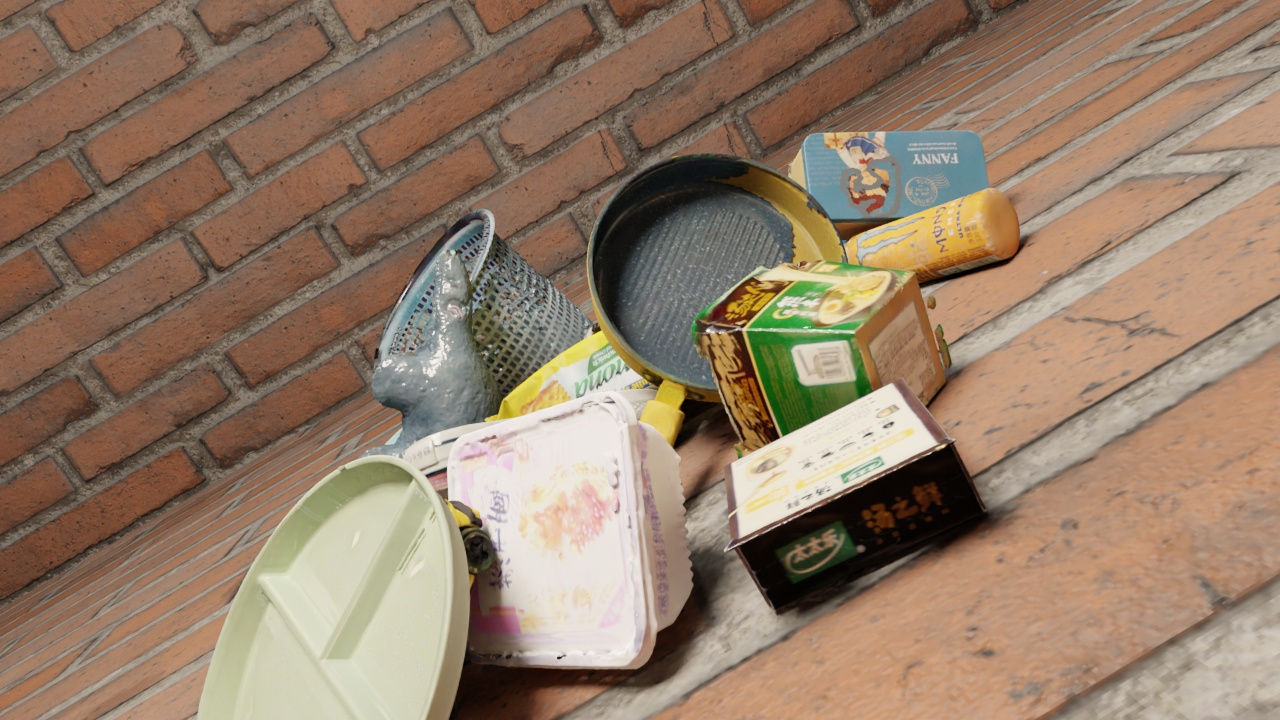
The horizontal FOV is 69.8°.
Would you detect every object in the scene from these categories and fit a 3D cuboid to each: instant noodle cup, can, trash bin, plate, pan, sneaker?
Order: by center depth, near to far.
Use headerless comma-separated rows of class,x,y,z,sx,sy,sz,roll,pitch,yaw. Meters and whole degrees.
plate,-0.167,0.162,0.490,0.231,0.027,0.229,-26,49,34
instant noodle cup,-0.039,0.099,0.516,0.060,0.138,0.174,5,-16,-40
pan,0.032,-0.002,0.649,0.078,0.198,0.356,105,-173,-68
sneaker,-0.059,0.083,0.699,0.240,0.087,0.119,-9,-16,-39
can,0.240,-0.096,0.774,0.058,0.058,0.146,-39,15,-37
trash bin,-0.166,-0.031,1.074,0.227,0.195,0.226,-39,32,31

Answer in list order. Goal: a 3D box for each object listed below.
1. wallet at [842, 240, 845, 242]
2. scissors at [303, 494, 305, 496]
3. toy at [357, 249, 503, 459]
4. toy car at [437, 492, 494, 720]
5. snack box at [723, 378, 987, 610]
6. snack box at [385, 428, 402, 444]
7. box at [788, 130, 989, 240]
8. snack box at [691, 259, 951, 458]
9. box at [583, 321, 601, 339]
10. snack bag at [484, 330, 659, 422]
wallet,0.189,-0.115,1.042,0.133,0.040,0.106,-34,16,-19
scissors,-0.280,0.169,0.836,0.133,0.133,0.017,-43,-32,6
toy,-0.205,0.070,0.898,0.091,0.138,0.356,-178,106,-75
toy car,-0.124,0.151,0.509,0.071,0.041,0.155,-22,51,45
snack box,0.100,0.064,0.461,0.113,0.053,0.125,-28,12,10
snack box,-0.265,0.129,1.043,0.052,0.074,0.174,-28,12,16
box,0.231,-0.159,0.841,0.184,0.089,0.062,-5,-13,-5
snack box,0.118,0.000,0.573,0.106,0.118,0.117,-2,29,47
box,-0.035,-0.007,0.980,0.072,0.060,0.165,-20,-14,-25
snack bag,-0.005,0.005,0.832,0.247,0.068,0.157,-25,-6,25
